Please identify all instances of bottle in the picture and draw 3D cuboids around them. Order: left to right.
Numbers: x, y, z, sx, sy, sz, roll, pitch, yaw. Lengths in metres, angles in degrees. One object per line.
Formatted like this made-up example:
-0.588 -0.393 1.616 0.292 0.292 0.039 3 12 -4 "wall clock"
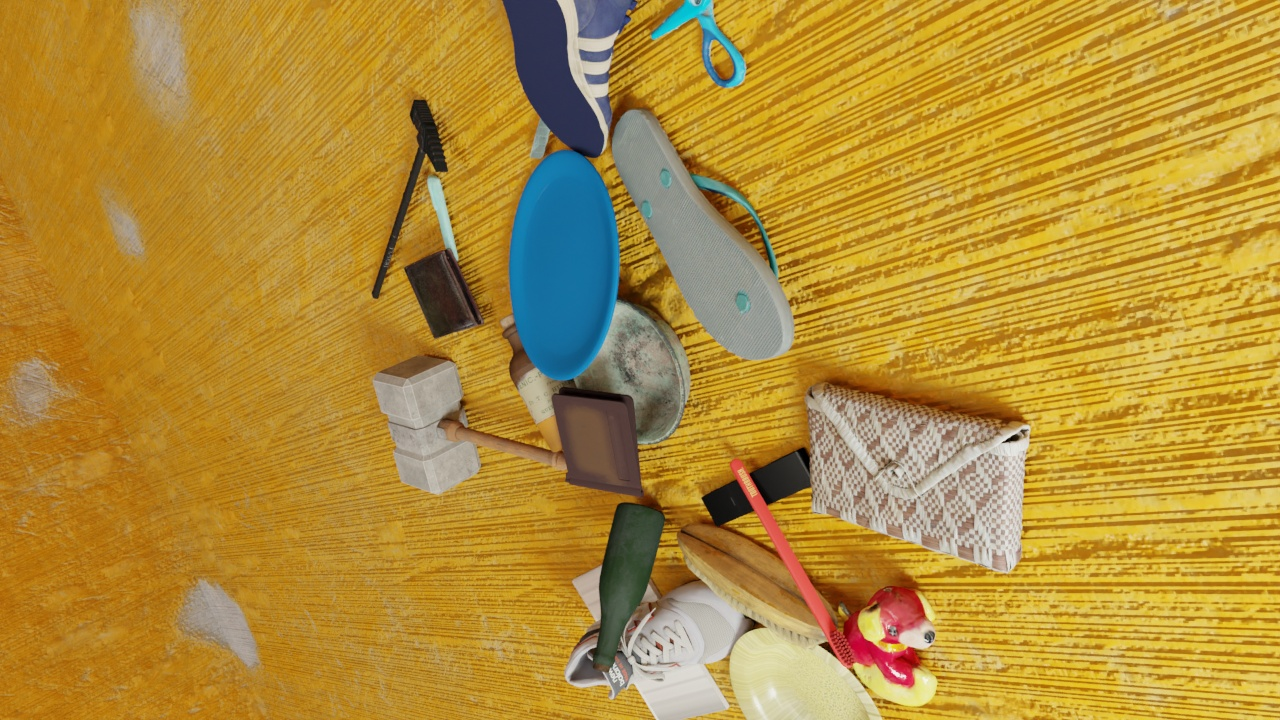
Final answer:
-0.104 0.018 1.006 0.068 0.067 0.157 -31 88 49 "bottle"
-0.020 0.241 0.972 0.055 0.174 0.055 13 160 5 "bottle"

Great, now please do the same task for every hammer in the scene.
-0.294 -0.168 1.127 0.326 0.015 0.095 -52 55 49 "hammer"
-0.194 0.096 1.126 0.318 0.082 0.163 9 117 43 "hammer"

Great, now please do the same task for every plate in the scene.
-0.072 -0.093 0.908 0.225 0.024 0.224 4 95 57 "plate"
0.175 0.341 0.921 0.184 0.036 0.185 23 126 36 "plate"

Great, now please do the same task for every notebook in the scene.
0.007 0.339 1.111 0.209 0.009 0.143 58 138 5 "notebook"

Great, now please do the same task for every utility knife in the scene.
-0.226 -0.136 1.086 0.022 0.015 0.166 16 121 55 "utility knife"
-0.072 -0.279 0.854 0.031 0.015 0.222 45 133 21 "utility knife"

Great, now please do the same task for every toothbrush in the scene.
0.139 0.182 0.842 0.212 0.012 0.018 61 164 17 "toothbrush"

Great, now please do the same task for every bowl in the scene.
-0.005 0.006 0.921 0.158 0.038 0.158 23 126 36 "bowl"

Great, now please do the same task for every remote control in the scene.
0.113 0.124 0.884 0.150 0.013 0.034 -36 80 49 "remote control"

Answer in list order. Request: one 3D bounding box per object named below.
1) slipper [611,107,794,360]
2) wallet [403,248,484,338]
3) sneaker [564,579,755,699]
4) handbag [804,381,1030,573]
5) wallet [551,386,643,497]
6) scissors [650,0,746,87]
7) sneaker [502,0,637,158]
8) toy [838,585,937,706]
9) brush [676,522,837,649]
0.057 -0.108 0.799 0.268 0.054 0.098 57 142 23 "slipper"
-0.238 -0.080 1.112 0.120 0.031 0.099 -10 107 55 "wallet"
0.007 0.315 1.000 0.241 0.124 0.089 -28 90 43 "sneaker"
0.214 0.090 0.740 0.186 0.046 0.124 13 120 41 "handbag"
-0.045 0.086 0.943 0.092 0.018 0.116 6 118 25 "wallet"
0.055 -0.282 0.727 0.134 0.011 0.139 -22 93 46 "scissors"
-0.043 -0.290 0.785 0.091 0.118 0.233 29 165 19 "sneaker"
0.219 0.249 0.817 0.105 0.067 0.137 31 142 34 "toy"
0.112 0.219 0.902 0.195 0.059 0.043 27 139 38 "brush"
